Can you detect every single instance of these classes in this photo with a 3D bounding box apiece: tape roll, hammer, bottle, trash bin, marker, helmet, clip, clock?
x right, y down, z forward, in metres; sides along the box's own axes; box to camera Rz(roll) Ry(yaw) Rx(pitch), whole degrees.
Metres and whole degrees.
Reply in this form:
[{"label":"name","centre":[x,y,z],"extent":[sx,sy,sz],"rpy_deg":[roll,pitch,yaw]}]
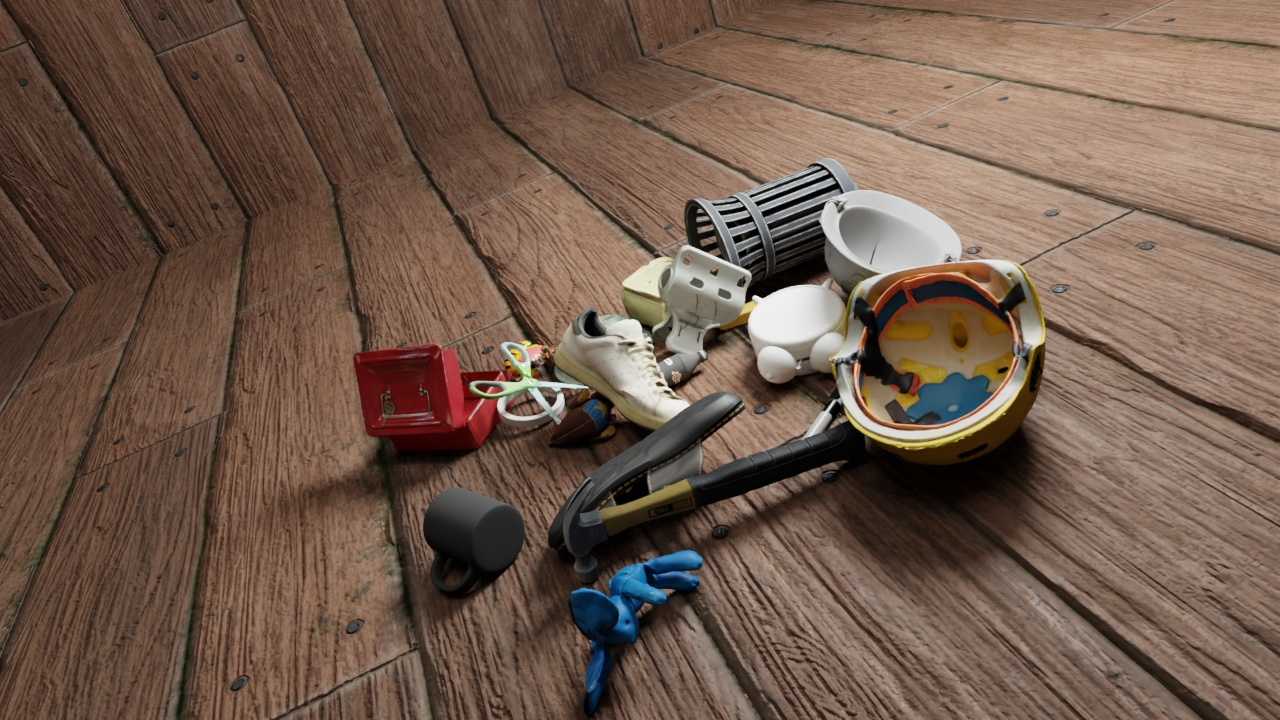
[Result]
[{"label":"tape roll","centre":[-0.153,0.060,1.280],"extent":[0.093,0.013,0.092],"rpy_deg":[-6,34,4]},{"label":"hammer","centre":[0.079,0.130,0.956],"extent":[0.333,0.118,0.025],"rpy_deg":[-18,31,-7]},{"label":"bottle","centre":[0.039,0.016,1.229],"extent":[0.109,0.036,0.036],"rpy_deg":[-26,30,-10]},{"label":"trash bin","centre":[0.204,-0.200,1.371],"extent":[0.227,0.164,0.164],"rpy_deg":[-22,29,-11]},{"label":"marker","centre":[0.204,0.075,1.048],"extent":[0.016,0.016,0.140],"rpy_deg":[6,38,38]},{"label":"helmet","centre":[0.317,0.020,0.953],"extent":[0.210,0.139,0.239],"rpy_deg":[-5,54,34]},{"label":"clip","centre":[0.077,-0.077,1.266],"extent":[0.143,0.124,0.072],"rpy_deg":[-64,27,14]},{"label":"clock","centre":[0.207,-0.032,1.186],"extent":[0.125,0.073,0.160],"rpy_deg":[-13,37,13]},{"label":"helmet","centre":[0.313,-0.126,1.221],"extent":[0.183,0.118,0.270],"rpy_deg":[31,37,16]}]

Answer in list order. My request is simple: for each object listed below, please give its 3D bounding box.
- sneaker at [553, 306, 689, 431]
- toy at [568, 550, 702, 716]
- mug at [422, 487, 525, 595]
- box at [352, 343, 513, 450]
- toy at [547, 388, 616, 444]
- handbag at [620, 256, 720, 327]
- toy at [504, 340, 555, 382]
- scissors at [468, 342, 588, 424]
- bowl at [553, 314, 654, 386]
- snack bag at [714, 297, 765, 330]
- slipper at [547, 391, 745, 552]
[{"label":"sneaker","centre":[-0.007,0.007,1.150],"extent":[0.242,0.102,0.088],"rpy_deg":[31,19,34]},{"label":"toy","centre":[-0.012,0.228,0.851],"extent":[0.071,0.113,0.175],"rpy_deg":[21,38,31]},{"label":"mug","centre":[-0.194,0.206,1.028],"extent":[0.088,0.078,0.113],"rpy_deg":[9,68,42]},{"label":"box","centre":[-0.285,0.051,1.299],"extent":[0.157,0.154,0.168],"rpy_deg":[-3,3,25]},{"label":"toy","centre":[-0.076,0.076,1.205],"extent":[0.103,0.070,0.090],"rpy_deg":[-31,8,29]},{"label":"handbag","centre":[0.044,-0.099,1.369],"extent":[0.111,0.081,0.119],"rpy_deg":[-40,35,-19]},{"label":"toy","centre":[-0.171,0.001,1.377],"extent":[0.084,0.046,0.103],"rpy_deg":[-53,27,-10]},{"label":"scissors","centre":[-0.153,0.030,1.267],"extent":[0.171,0.022,0.173],"rpy_deg":[3,37,-26]},{"label":"bowl","centre":[-0.060,-0.023,1.353],"extent":[0.157,0.038,0.157],"rpy_deg":[-15,30,9]},{"label":"snack bag","centre":[0.149,-0.067,1.317],"extent":[0.099,0.020,0.026],"rpy_deg":[-19,35,3]},{"label":"slipper","centre":[0.013,0.131,1.018],"extent":[0.267,0.076,0.113],"rpy_deg":[-36,7,-8]}]
